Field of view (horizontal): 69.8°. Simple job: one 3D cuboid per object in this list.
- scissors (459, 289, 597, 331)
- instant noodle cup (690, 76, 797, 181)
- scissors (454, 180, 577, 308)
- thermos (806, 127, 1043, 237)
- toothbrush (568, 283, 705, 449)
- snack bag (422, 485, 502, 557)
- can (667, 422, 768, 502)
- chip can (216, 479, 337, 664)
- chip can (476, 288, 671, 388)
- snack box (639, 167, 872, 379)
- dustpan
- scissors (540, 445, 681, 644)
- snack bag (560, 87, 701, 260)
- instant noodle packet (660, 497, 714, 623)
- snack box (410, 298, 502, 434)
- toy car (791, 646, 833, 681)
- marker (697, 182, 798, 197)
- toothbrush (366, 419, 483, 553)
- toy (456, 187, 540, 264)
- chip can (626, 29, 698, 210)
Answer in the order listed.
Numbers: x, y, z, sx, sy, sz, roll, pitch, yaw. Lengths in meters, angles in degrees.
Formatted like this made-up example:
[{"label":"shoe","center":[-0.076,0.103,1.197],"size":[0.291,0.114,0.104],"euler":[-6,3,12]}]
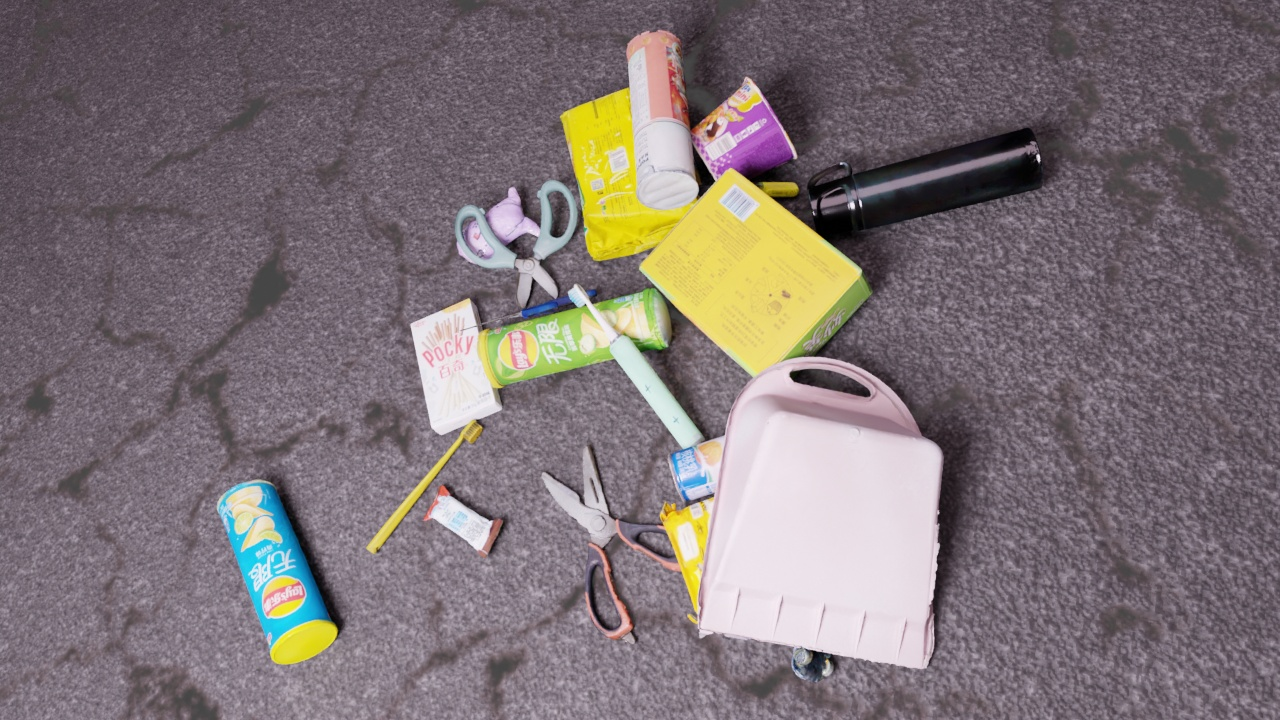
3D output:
[{"label":"scissors","center":[-0.126,-0.059,1.082],"size":[0.162,0.173,0.012],"euler":[-20,97,-32]},{"label":"instant noodle cup","center":[0.118,-0.263,1.100],"size":[0.099,0.111,0.111],"euler":[-32,59,12]},{"label":"scissors","center":[-0.162,-0.153,1.153],"size":[0.181,0.019,0.170],"euler":[11,81,4]},{"label":"thermos","center":[0.309,-0.204,1.022],"size":[0.243,0.068,0.089],"euler":[-11,66,13]},{"label":"toothbrush","center":[-0.006,0.006,0.997],"size":[0.027,0.026,0.224],"euler":[-39,84,22]},{"label":"snack bag","center":[-0.200,0.179,1.027],"size":[0.104,0.026,0.048],"euler":[22,79,25]},{"label":"can","center":[0.100,0.101,0.951],"size":[0.135,0.053,0.053],"euler":[-19,60,8]},{"label":"chip can","center":[-0.416,0.236,1.044],"size":[0.071,0.071,0.210],"euler":[-36,59,-2]},{"label":"chip can","center":[-0.074,-0.026,1.060],"size":[0.221,0.072,0.072],"euler":[-13,61,11]},{"label":"snack box","center":[0.123,-0.088,1.011],"size":[0.158,0.070,0.210],"euler":[-48,61,5]},{"label":"dustpan","center":[0.179,0.136,0.887],"size":[0.222,0.139,0.273],"euler":[14,92,-6]},{"label":"scissors","center":[-0.031,0.191,0.973],"size":[0.227,0.015,0.188],"euler":[12,69,24]},{"label":"snack bag","center":[-0.013,-0.244,1.151],"size":[0.158,0.068,0.246],"euler":[-18,62,9]},{"label":"instant noodle packet","center":[0.086,0.190,0.913],"size":[0.110,0.044,0.128],"euler":[-14,63,-5]},{"label":"snack box","center":[-0.226,0.006,1.121],"size":[0.085,0.027,0.156],"euler":[-23,61,6]},{"label":"toy car","center":[0.163,0.255,0.863],"size":[0.034,0.043,0.090],"euler":[-9,55,45]},{"label":"marker","center":[0.127,-0.201,1.087],"size":[0.124,0.018,0.015],"euler":[-2,39,-8]},{"label":"toothbrush","center":[-0.249,0.147,1.065],"size":[0.016,0.016,0.190],"euler":[35,79,22]},{"label":"toy","center":[-0.187,-0.164,1.185],"size":[0.108,0.039,0.084],"euler":[-34,68,-2]},{"label":"chip can","center":[0.023,-0.285,1.078],"size":[0.071,0.071,0.214],"euler":[-11,64,13]}]
